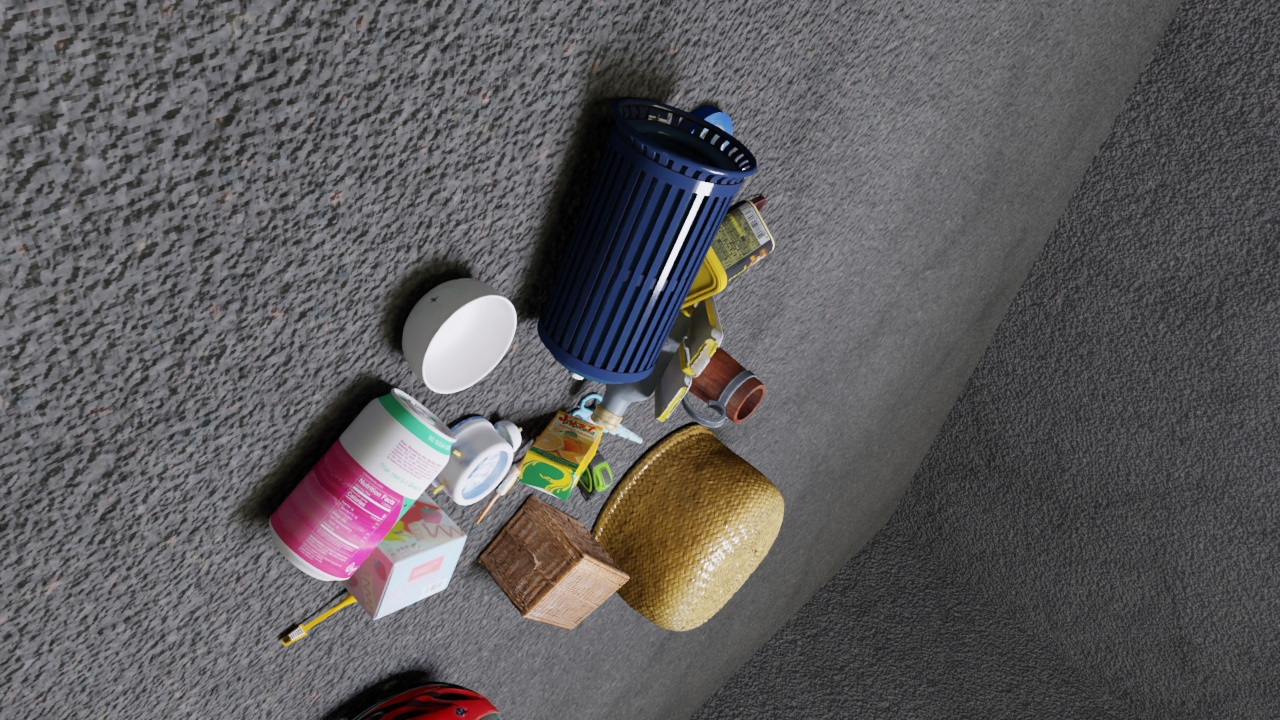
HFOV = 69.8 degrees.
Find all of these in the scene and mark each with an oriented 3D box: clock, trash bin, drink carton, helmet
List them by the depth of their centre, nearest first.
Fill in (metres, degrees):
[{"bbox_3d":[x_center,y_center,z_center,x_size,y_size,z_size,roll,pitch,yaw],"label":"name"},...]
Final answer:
[{"bbox_3d":[-0.004,-0.104,0.881,0.139,0.139,0.250,-18,140,-49],"label":"trash bin"},{"bbox_3d":[-0.172,0.106,0.982,0.125,0.052,0.089,-9,132,-59],"label":"clock"},{"bbox_3d":[-0.089,0.106,1.056,0.122,0.058,0.041,-56,167,-66],"label":"drink carton"},{"bbox_3d":[-0.300,0.517,1.178,0.271,0.167,0.218,-17,138,-50],"label":"helmet"}]

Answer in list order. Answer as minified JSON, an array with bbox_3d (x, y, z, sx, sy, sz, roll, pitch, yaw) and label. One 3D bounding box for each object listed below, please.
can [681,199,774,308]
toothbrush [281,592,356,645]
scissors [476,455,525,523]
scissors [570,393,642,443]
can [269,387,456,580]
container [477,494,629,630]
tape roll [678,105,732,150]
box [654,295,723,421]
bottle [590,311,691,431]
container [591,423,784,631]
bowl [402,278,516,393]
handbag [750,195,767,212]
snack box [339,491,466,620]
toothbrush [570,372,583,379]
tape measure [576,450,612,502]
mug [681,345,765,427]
[{"bbox_3d":[0.066,-0.112,1.001,0.100,0.072,0.131,-35,-172,-35],"label":"can"},{"bbox_3d":[-0.295,0.246,0.991,0.196,0.031,0.031,-32,174,-26],"label":"toothbrush"},{"bbox_3d":[-0.150,0.138,1.062,0.125,0.011,0.129,-54,179,-23],"label":"scissors"},{"bbox_3d":[-0.039,0.082,1.170,0.136,0.015,0.056,31,82,-49],"label":"scissors"},{"bbox_3d":[-0.247,0.111,0.820,0.166,0.088,0.088,-50,155,-3],"label":"can"},{"bbox_3d":[-0.115,0.276,1.227,0.112,0.114,0.198,-44,152,-4],"label":"container"},{"bbox_3d":[0.061,-0.222,0.969,0.091,0.016,0.093,-49,155,-4],"label":"tape roll"},{"bbox_3d":[0.051,-0.015,1.085,0.127,0.023,0.209,-60,-169,19],"label":"box"},{"bbox_3d":[-0.006,0.006,1.073,0.046,0.072,0.161,24,96,-45],"label":"bottle"},{"bbox_3d":[0.085,0.273,1.462,0.306,0.196,0.308,-40,152,-26],"label":"container"},{"bbox_3d":[-0.165,-0.028,0.813,0.104,0.054,0.105,-37,152,-24],"label":"bowl"},{"bbox_3d":[0.118,-0.169,1.128,0.119,0.029,0.055,-44,156,-28],"label":"handbag"},{"bbox_3d":[-0.245,0.185,0.914,0.092,0.095,0.080,-13,135,-52],"label":"snack box"},{"bbox_3d":[-0.032,0.019,1.137,0.018,0.015,0.181,-51,155,15],"label":"toothbrush"},{"bbox_3d":[-0.063,0.144,1.194,0.035,0.065,0.059,-24,167,-39],"label":"tape measure"},{"bbox_3d":[0.097,0.036,1.258,0.117,0.111,0.082,-33,149,-34],"label":"mug"}]
